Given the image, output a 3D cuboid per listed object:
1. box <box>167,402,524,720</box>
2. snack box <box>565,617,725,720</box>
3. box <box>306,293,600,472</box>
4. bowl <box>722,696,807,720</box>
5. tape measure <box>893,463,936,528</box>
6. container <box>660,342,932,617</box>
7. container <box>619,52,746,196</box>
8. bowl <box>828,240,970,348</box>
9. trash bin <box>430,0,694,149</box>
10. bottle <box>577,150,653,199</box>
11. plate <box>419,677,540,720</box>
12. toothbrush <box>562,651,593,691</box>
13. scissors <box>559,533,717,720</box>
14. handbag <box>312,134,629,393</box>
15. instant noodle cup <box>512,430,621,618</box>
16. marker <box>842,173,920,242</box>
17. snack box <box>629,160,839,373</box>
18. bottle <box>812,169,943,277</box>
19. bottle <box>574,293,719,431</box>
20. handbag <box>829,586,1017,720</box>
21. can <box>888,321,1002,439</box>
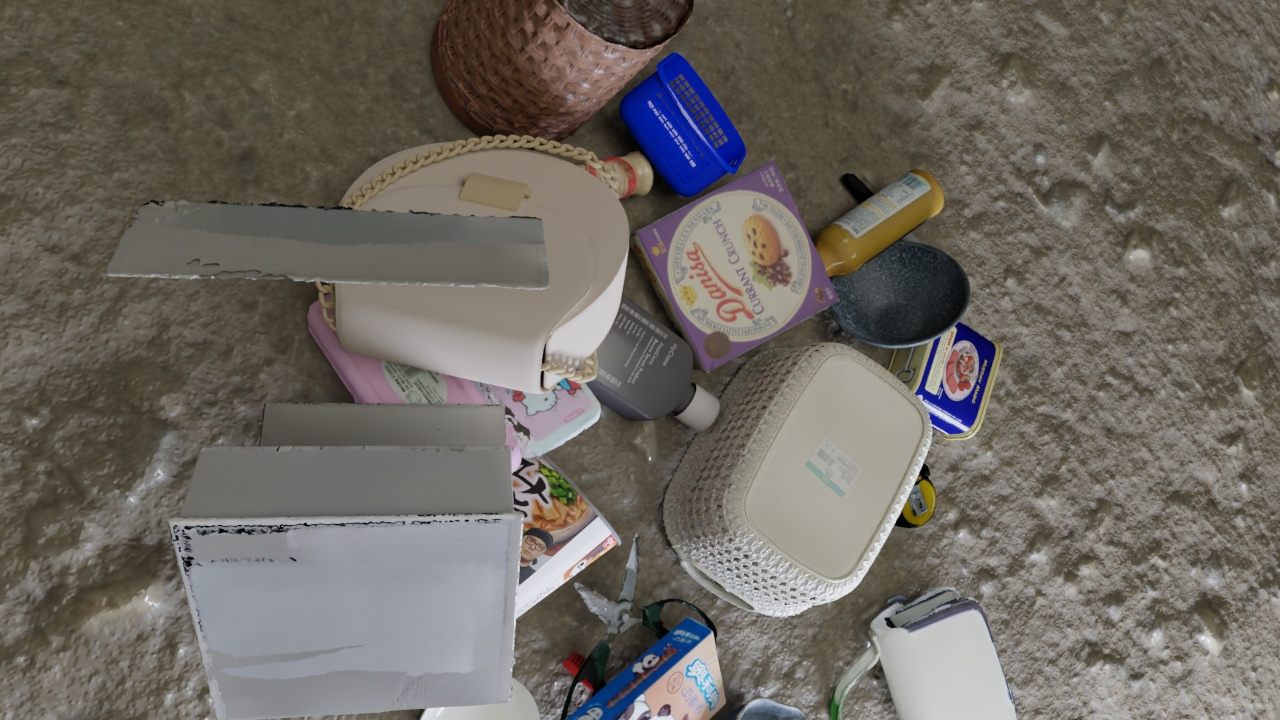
[{"bbox_3d":[-0.178,0.089,0.646,0.167,0.422,0.173,1,102,-12],"label":"box"},{"bbox_3d":[0.006,0.295,0.765,0.151,0.034,0.087,-31,123,-33],"label":"snack box"},{"bbox_3d":[-0.142,0.001,0.695,0.152,0.038,0.201,-33,68,-22],"label":"box"},{"bbox_3d":[0.101,0.355,0.827,0.110,0.055,0.110,2,84,-26],"label":"bowl"},{"bbox_3d":[0.276,0.142,0.943,0.061,0.034,0.061,-24,98,-25],"label":"tape measure"},{"bbox_3d":[0.145,0.100,0.821,0.184,0.143,0.245,35,71,-6],"label":"container"},{"bbox_3d":[0.036,-0.208,0.824,0.114,0.058,0.096,52,29,-14],"label":"container"},{"bbox_3d":[0.260,-0.052,0.928,0.136,0.137,0.057,-49,146,-21],"label":"bowl"},{"bbox_3d":[-0.064,-0.265,0.711,0.151,0.210,0.151,3,83,-26],"label":"trash bin"},{"bbox_3d":[-0.043,-0.156,0.806,0.109,0.044,0.044,-17,93,-27],"label":"bottle"},{"bbox_3d":[-0.132,0.299,0.732,0.104,0.026,0.104,2,85,-27],"label":"plate"},{"bbox_3d":[0.010,0.325,0.808,0.212,0.012,0.017,47,64,-16],"label":"toothbrush"},{"bbox_3d":[0.002,0.243,0.779,0.202,0.015,0.202,8,97,-43],"label":"scissors"},{"bbox_3d":[-0.118,-0.073,0.687,0.211,0.104,0.208,12,47,2],"label":"handbag"},{"bbox_3d":[-0.101,0.141,0.717,0.121,0.124,0.123,-43,104,-14],"label":"instant noodle cup"},{"bbox_3d":[0.263,-0.153,0.974,0.138,0.016,0.022,39,47,-19],"label":"marker"},{"bbox_3d":[0.086,-0.085,0.842,0.148,0.040,0.143,-29,99,-7],"label":"snack box"},{"bbox_3d":[0.219,-0.124,0.919,0.186,0.053,0.053,-34,101,-15],"label":"bottle"},{"bbox_3d":[-0.005,0.005,0.809,0.174,0.046,0.083,35,72,-20],"label":"bottle"},{"bbox_3d":[0.267,0.321,0.916,0.176,0.074,0.151,-19,93,-7],"label":"handbag"},{"bbox_3d":[0.315,0.012,0.962,0.092,0.057,0.116,28,74,-20],"label":"can"}]
